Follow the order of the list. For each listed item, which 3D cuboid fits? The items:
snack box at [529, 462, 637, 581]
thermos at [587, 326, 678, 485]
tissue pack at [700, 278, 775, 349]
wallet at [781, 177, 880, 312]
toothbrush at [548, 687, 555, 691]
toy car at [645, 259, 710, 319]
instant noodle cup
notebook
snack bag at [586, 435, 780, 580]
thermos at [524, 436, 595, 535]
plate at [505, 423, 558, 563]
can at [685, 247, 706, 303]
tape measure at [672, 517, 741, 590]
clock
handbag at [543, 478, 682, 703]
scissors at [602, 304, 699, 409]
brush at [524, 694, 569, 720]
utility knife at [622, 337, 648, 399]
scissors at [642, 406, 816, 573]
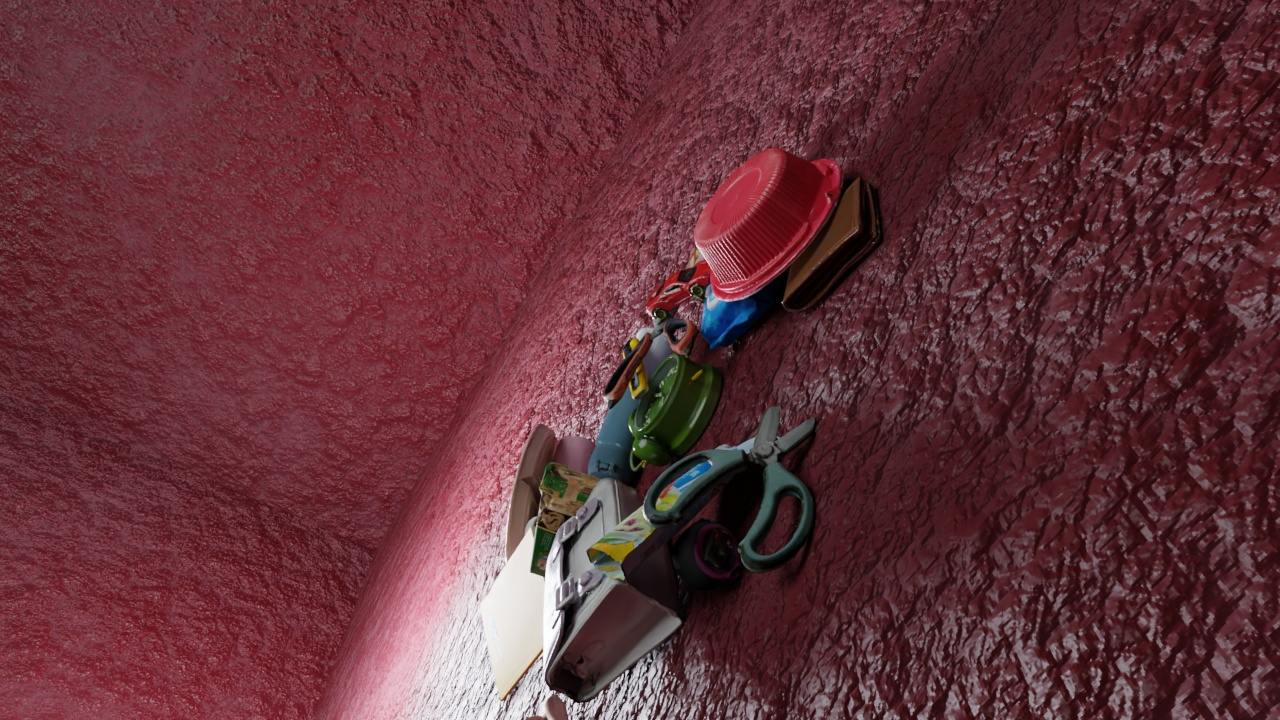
[{"bbox_3d":[-0.077,0.202,1.095,0.117,0.118,0.106,-80,10,-73],"label":"snack box"},{"bbox_3d":[-0.009,0.064,1.199,0.070,0.070,0.220,-34,32,61],"label":"thermos"},{"bbox_3d":[0.114,-0.089,1.075,0.095,0.052,0.156,-49,20,42],"label":"tissue pack"},{"bbox_3d":[0.189,-0.113,0.916,0.125,0.032,0.101,-49,16,39],"label":"wallet"},{"bbox_3d":[-0.088,0.324,1.113,0.014,0.018,0.188,-53,14,29],"label":"toothbrush"},{"bbox_3d":[0.050,-0.089,1.097,0.107,0.031,0.049,-28,27,36],"label":"toy car"},{"bbox_3d":[0.123,-0.157,0.984,0.194,0.066,0.193,-45,22,23],"label":"instant noodle cup"},{"bbox_3d":[-0.160,0.331,1.192,0.207,0.010,0.145,-57,41,38],"label":"notebook"},{"bbox_3d":[0.039,0.127,0.841,0.190,0.039,0.110,-36,-6,-21],"label":"snack bag"},{"bbox_3d":[-0.113,0.194,1.277,0.067,0.087,0.198,-14,40,29],"label":"thermos"},{"bbox_3d":[-0.151,0.206,1.326,0.229,0.028,0.229,11,-92,-85],"label":"plate"},{"bbox_3d":[0.106,-0.146,1.194,0.147,0.058,0.058,-60,15,8],"label":"can"},{"bbox_3d":[0.059,0.168,0.796,0.039,0.057,0.057,-46,14,51],"label":"tape measure"},{"bbox_3d":[0.032,0.062,1.076,0.161,0.056,0.116,-58,14,16],"label":"clock"},{"bbox_3d":[-0.041,0.229,0.935,0.145,0.098,0.196,-54,16,15],"label":"handbag"},{"bbox_3d":[0.020,-0.032,1.119,0.189,0.015,0.222,-44,21,14],"label":"scissors"},{"bbox_3d":[-0.087,0.386,0.894,0.073,0.063,0.145,-65,13,4],"label":"brush"},{"bbox_3d":[-0.007,0.007,1.150,0.033,0.015,0.154,-55,19,17],"label":"utility knife"},{"bbox_3d":[0.074,0.103,0.773,0.179,0.019,0.172,-5,44,21],"label":"scissors"}]
